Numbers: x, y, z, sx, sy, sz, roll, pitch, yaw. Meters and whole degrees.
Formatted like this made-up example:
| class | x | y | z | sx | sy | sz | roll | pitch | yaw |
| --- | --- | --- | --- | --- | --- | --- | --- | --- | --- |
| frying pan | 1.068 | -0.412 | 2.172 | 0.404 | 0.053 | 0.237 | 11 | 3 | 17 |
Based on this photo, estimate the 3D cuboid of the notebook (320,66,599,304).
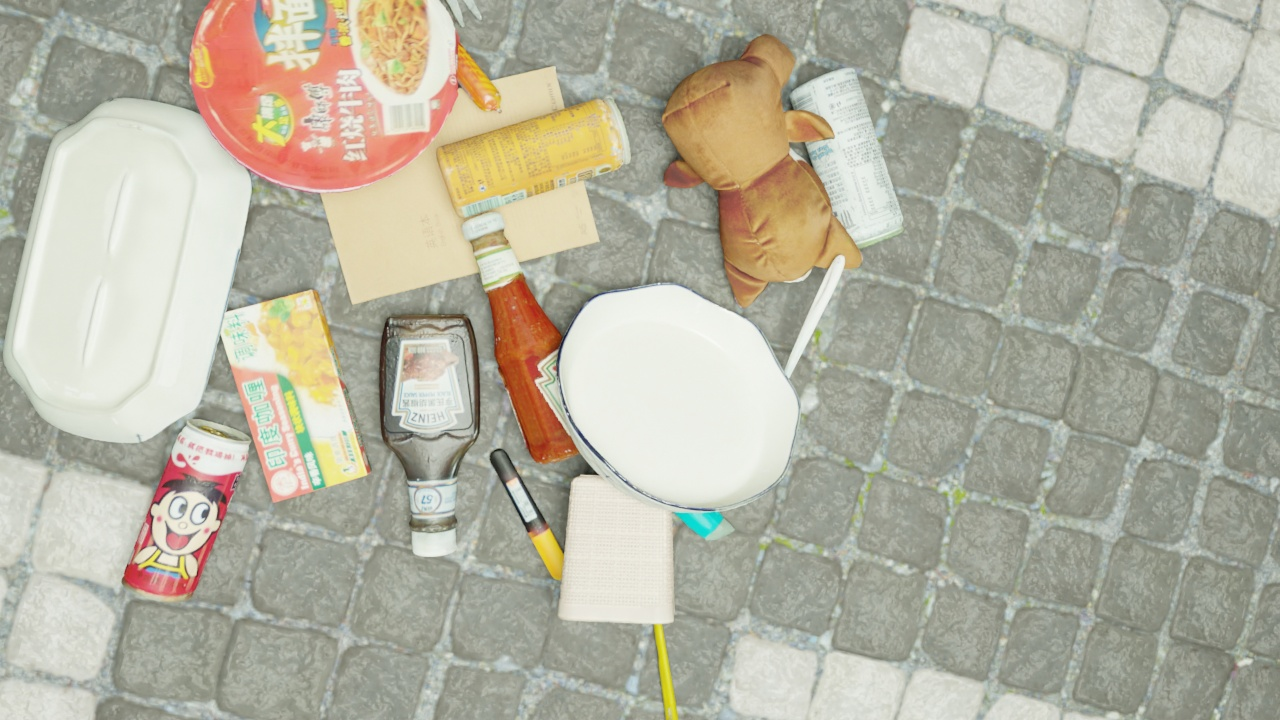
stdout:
| class | x | y | z | sx | sy | sz | roll | pitch | yaw |
| --- | --- | --- | --- | --- | --- | --- | --- | --- | --- |
| notebook | -0.153 | -0.144 | 0.756 | 0.211 | 0.012 | 0.149 | -15 | 95 | -8 |

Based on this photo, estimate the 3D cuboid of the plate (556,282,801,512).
| class | x | y | z | sx | sy | sz | roll | pitch | yaw |
| --- | --- | --- | --- | --- | --- | --- | --- | --- | --- |
| plate | 0.027 | 0.031 | 0.729 | 0.204 | 0.046 | 0.204 | 12 | 53 | -17 |

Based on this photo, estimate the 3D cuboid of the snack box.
| class | x | y | z | sx | sy | sz | roll | pitch | yaw |
| --- | --- | --- | --- | --- | --- | --- | --- | --- | --- |
| snack box | -0.276 | 0.028 | 0.734 | 0.077 | 0.027 | 0.156 | -16 | 95 | -7 |

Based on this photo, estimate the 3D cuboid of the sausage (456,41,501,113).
| class | x | y | z | sx | sy | sz | roll | pitch | yaw |
| --- | --- | --- | --- | --- | --- | --- | --- | --- | --- |
| sausage | -0.164 | -0.262 | 0.735 | 0.021 | 0.021 | 0.165 | -39 | 91 | -6 |

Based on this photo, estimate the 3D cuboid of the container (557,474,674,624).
| class | x | y | z | sx | sy | sz | roll | pitch | yaw |
| --- | --- | --- | --- | --- | --- | --- | --- | --- | --- |
| container | -0.016 | 0.149 | 0.744 | 0.090 | 0.090 | 0.111 | 1 | 83 | 4 |

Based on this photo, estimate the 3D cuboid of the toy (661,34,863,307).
| class | x | y | z | sx | sy | sz | roll | pitch | yaw |
| --- | --- | --- | --- | --- | --- | --- | --- | --- | --- |
| toy | 0.097 | -0.149 | 0.753 | 0.130 | 0.140 | 0.199 | -35 | 102 | -48 |

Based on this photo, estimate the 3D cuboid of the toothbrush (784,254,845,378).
| class | x | y | z | sx | sy | sz | roll | pitch | yaw |
| --- | --- | --- | --- | --- | --- | --- | --- | --- | --- |
| toothbrush | 0.135 | -0.008 | 0.765 | 0.016 | 0.016 | 0.180 | 8 | 121 | -18 |

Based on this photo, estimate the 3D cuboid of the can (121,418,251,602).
| class | x | y | z | sx | sy | sz | roll | pitch | yaw |
| --- | --- | --- | --- | --- | --- | --- | --- | --- | --- |
| can | -0.351 | 0.115 | 0.712 | 0.053 | 0.053 | 0.132 | 21 | 89 | -10 |

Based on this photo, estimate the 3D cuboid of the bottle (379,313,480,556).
| class | x | y | z | sx | sy | sz | roll | pitch | yaw |
| --- | --- | --- | --- | --- | --- | --- | --- | --- | --- |
| bottle | -0.170 | 0.060 | 0.746 | 0.080 | 0.044 | 0.195 | -1 | 94 | -9 |

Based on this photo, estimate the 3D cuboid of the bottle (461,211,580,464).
| class | x | y | z | sx | sy | sz | roll | pitch | yaw |
| --- | --- | --- | --- | --- | --- | --- | --- | --- | --- |
| bottle | -0.095 | -0.018 | 0.745 | 0.059 | 0.060 | 0.206 | -21 | 96 | -8 |

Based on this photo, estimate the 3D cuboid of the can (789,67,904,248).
| class | x | y | z | sx | sy | sz | roll | pitch | yaw |
| --- | --- | --- | --- | --- | --- | --- | --- | --- | --- |
| can | 0.177 | -0.170 | 0.784 | 0.058 | 0.058 | 0.147 | -21 | 96 | -8 |

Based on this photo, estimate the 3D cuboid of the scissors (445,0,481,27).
| class | x | y | z | sx | sy | sz | roll | pitch | yaw |
| --- | --- | --- | --- | --- | --- | --- | --- | --- | --- |
| scissors | -0.189 | -0.347 | 0.740 | 0.124 | 0.012 | 0.173 | -3 | 94 | -11 |

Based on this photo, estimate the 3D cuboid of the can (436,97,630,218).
| class | x | y | z | sx | sy | sz | roll | pitch | yaw |
| --- | --- | --- | --- | --- | --- | --- | --- | --- | --- |
| can | -0.085 | -0.162 | 0.729 | 0.146 | 0.058 | 0.058 | -19 | 95 | -8 |

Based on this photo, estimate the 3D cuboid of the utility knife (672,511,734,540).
| class | x | y | z | sx | sy | sz | roll | pitch | yaw |
| --- | --- | --- | --- | --- | --- | --- | --- | --- | --- |
| utility knife | 0.020 | 0.105 | 0.795 | 0.151 | 0.013 | 0.029 | 44 | 84 | -6 |

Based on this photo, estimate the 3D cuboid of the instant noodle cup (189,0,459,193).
| class | x | y | z | sx | sy | sz | roll | pitch | yaw |
| --- | --- | --- | --- | --- | --- | --- | --- | --- | --- |
| instant noodle cup | -0.233 | -0.214 | 0.702 | 0.194 | 0.066 | 0.193 | 1 | 83 | -5 |

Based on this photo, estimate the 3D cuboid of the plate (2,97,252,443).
| class | x | y | z | sx | sy | sz | roll | pitch | yaw |
| --- | --- | --- | --- | --- | --- | --- | --- | --- | --- |
| plate | -0.395 | -0.070 | 0.693 | 0.162 | 0.034 | 0.265 | 14 | 89 | 0 |

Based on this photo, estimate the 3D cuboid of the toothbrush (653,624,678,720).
| class | x | y | z | sx | sy | sz | roll | pitch | yaw |
| --- | --- | --- | --- | --- | --- | --- | --- | --- | --- |
| toothbrush | 0.016 | 0.258 | 0.799 | 0.016 | 0.015 | 0.190 | -10 | 94 | -4 |

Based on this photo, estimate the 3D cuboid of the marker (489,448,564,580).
| class | x | y | z | sx | sy | sz | roll | pitch | yaw |
| --- | --- | --- | --- | --- | --- | --- | --- | --- | --- |
| marker | -0.094 | 0.130 | 0.776 | 0.018 | 0.015 | 0.124 | -28 | 94 | -3 |
